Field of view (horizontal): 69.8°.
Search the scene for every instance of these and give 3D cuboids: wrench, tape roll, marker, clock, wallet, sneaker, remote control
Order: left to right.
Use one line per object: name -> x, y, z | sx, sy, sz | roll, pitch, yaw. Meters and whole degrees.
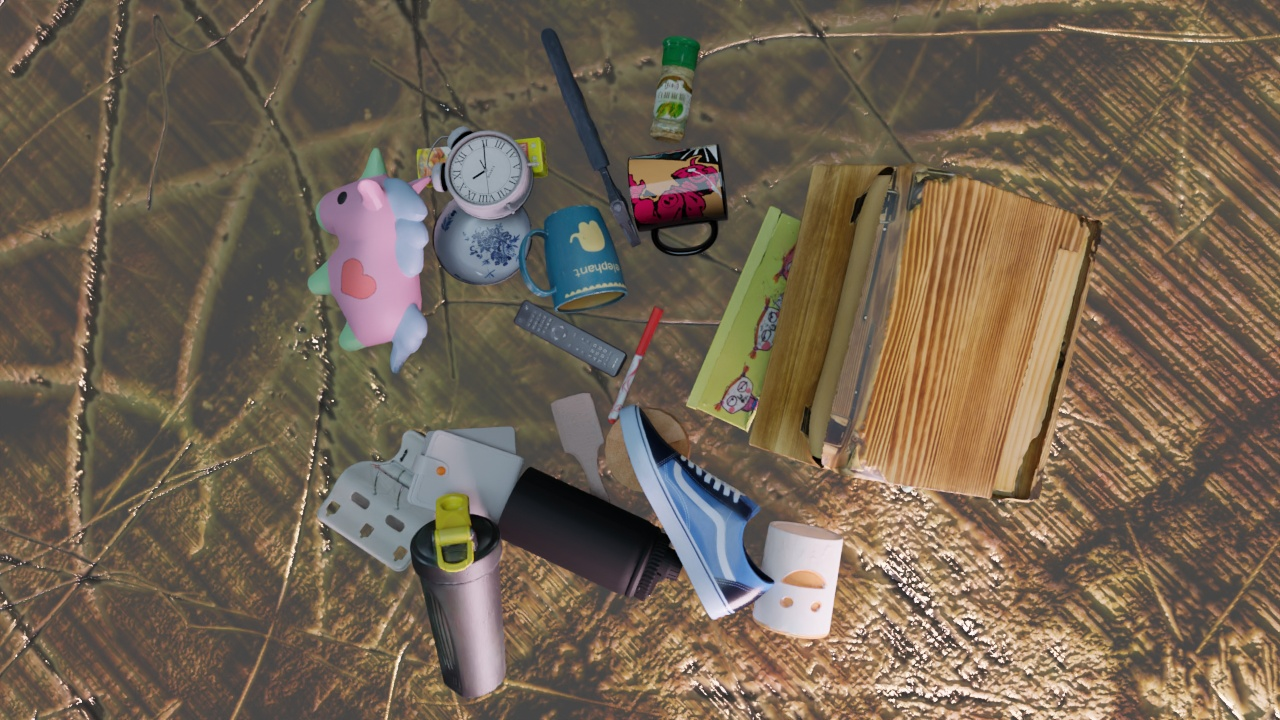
wallet -> -0.193, 0.120, 1.032 | 0.118, 0.038, 0.115 | 21, 76, -20
clock -> -0.178, -0.210, 1.012 | 0.122, 0.035, 0.094 | 24, 83, 8
remote control -> -0.080, -0.025, 1.049 | 0.136, 0.015, 0.032 | 28, 94, 9
wrench -> -0.057, -0.249, 1.021 | 0.022, 0.073, 0.273 | -23, 81, 7
marker -> -0.006, 0.006, 1.040 | 0.013, 0.012, 0.142 | 23, 94, 7
tape roll -> 0.008, 0.100, 1.031 | 0.094, 0.027, 0.094 | 0, 91, 8
sneaker -> 0.066, 0.143, 0.965 | 0.098, 0.083, 0.241 | -28, 85, 7

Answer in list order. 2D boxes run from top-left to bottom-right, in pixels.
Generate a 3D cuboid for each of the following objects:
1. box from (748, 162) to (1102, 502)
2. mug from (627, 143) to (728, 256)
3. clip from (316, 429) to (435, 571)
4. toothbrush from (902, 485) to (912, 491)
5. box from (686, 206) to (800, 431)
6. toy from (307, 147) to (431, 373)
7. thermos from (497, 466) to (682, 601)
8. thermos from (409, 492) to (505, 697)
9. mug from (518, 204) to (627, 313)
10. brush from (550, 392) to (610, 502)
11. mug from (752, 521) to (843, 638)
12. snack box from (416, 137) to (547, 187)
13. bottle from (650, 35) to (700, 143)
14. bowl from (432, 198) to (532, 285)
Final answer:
box -> 0.261, -0.025, 0.858 | 0.192, 0.251, 0.279 | 18, 96, 51
mug -> 0.045, -0.171, 1.004 | 0.098, 0.081, 0.118 | -7, 117, 8
clip -> -0.280, 0.155, 1.068 | 0.126, 0.101, 0.151 | 32, 66, 5
toothbrush -> 0.310, 0.069, 0.994 | 0.022, 0.015, 0.155 | 19, 95, 38
box -> 0.125, -0.039, 0.967 | 0.079, 0.124, 0.221 | 26, 96, 7
toy -> -0.287, -0.105, 1.025 | 0.171, 0.119, 0.222 | -27, 90, 27
thermos -> -0.050, 0.197, 1.011 | 0.198, 0.086, 0.086 | 24, 94, 7
thermos -> -0.191, 0.260, 0.994 | 0.098, 0.098, 0.221 | 3, 116, 8
mug -> -0.079, -0.111, 1.006 | 0.112, 0.085, 0.104 | -9, 81, -26
brush -> -0.061, 0.105, 1.050 | 0.050, 0.015, 0.135 | -16, 94, 9
mug -> 0.169, 0.233, 0.982 | 0.082, 0.082, 0.105 | 9, 91, 8
snack box -> -0.182, -0.227, 1.054 | 0.148, 0.029, 0.040 | -4, 90, 8
bottle -> 0.037, -0.299, 1.016 | 0.043, 0.043, 0.111 | 10, 93, 8
bowl -> -0.174, -0.135, 1.041 | 0.114, 0.045, 0.114 | -1, 80, 5
